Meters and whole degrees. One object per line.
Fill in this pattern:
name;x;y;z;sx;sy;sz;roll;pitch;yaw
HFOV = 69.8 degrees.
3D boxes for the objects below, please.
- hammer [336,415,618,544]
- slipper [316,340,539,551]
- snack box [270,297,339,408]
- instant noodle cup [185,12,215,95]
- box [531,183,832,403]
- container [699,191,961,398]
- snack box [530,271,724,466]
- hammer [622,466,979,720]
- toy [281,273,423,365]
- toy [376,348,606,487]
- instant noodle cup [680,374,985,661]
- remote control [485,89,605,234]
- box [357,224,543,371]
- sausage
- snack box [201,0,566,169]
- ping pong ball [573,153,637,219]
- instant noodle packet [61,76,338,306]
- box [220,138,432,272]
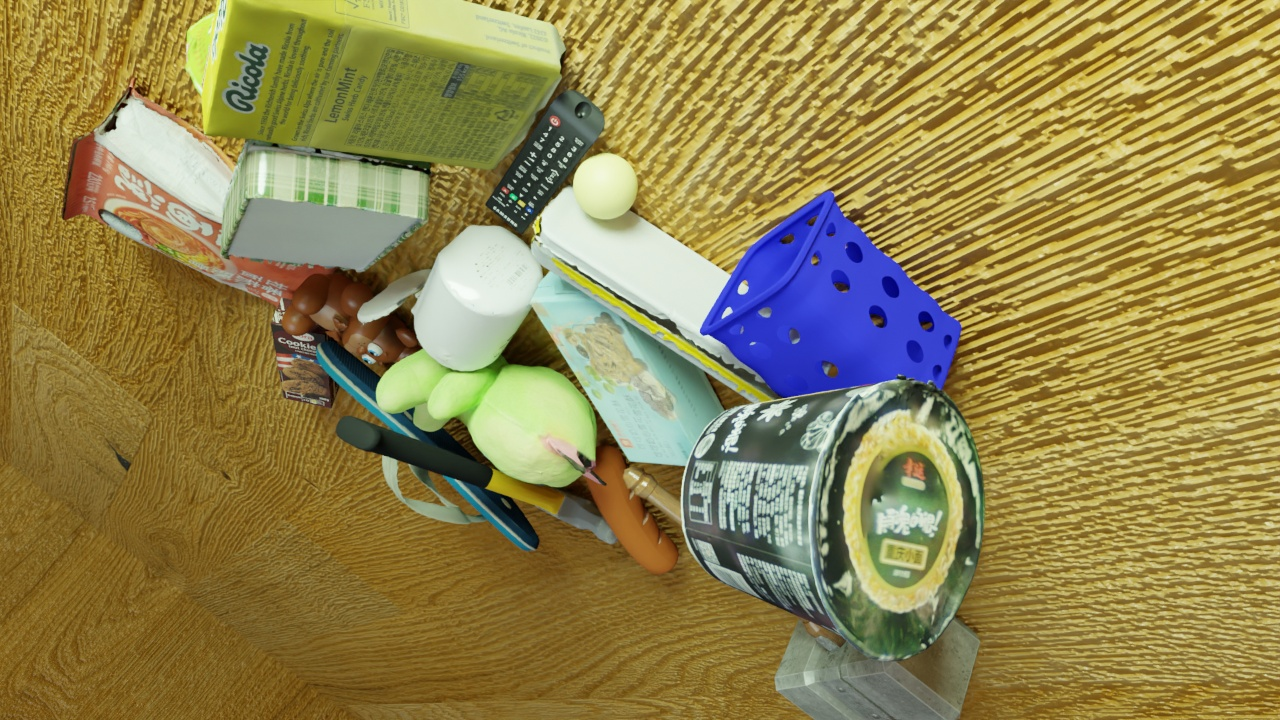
hammer;-0.137;0.100;0.793;0.127;0.029;0.323;20;172;33
slipper;-0.217;0.096;0.905;0.295;0.060;0.118;47;-178;-21
snack box;-0.338;-0.004;0.932;0.051;0.031;0.141;13;145;-7
instant noodle cup;-0.211;-0.201;0.567;0.108;0.098;0.099;-25;116;41
box;0.027;-0.040;0.589;0.210;0.064;0.037;33;145;1
container;0.112;-0.020;0.530;0.113;0.084;0.085;41;145;-12
snack box;-0.004;0.004;0.677;0.075;0.053;0.175;1;133;38
hammer;0.110;0.190;0.780;0.317;0.082;0.163;39;145;-8
toy;-0.251;-0.027;0.827;0.127;0.065;0.095;36;148;-12
toy;-0.113;0.040;0.762;0.197;0.107;0.150;14;168;15
instant noodle cup;0.093;0.075;0.482;0.112;0.137;0.137;-1;133;50
remote control;-0.065;-0.124;0.597;0.033;0.015;0.147;39;148;-10
box;-0.150;-0.050;0.707;0.126;0.084;0.156;36;142;-3
sausage;-0.009;0.144;0.854;0.039;0.044;0.164;31;155;52
snack box;-0.144;-0.163;0.520;0.180;0.045;0.122;2;159;-30
ping pong ball;-0.022;-0.108;0.567;0.040;0.040;0.040;21;143;17
instant noodle packet;-0.390;-0.126;0.837;0.221;0.083;0.165;34;146;-21
box;-0.228;-0.107;0.648;0.117;0.051;0.206;2;175;-27
